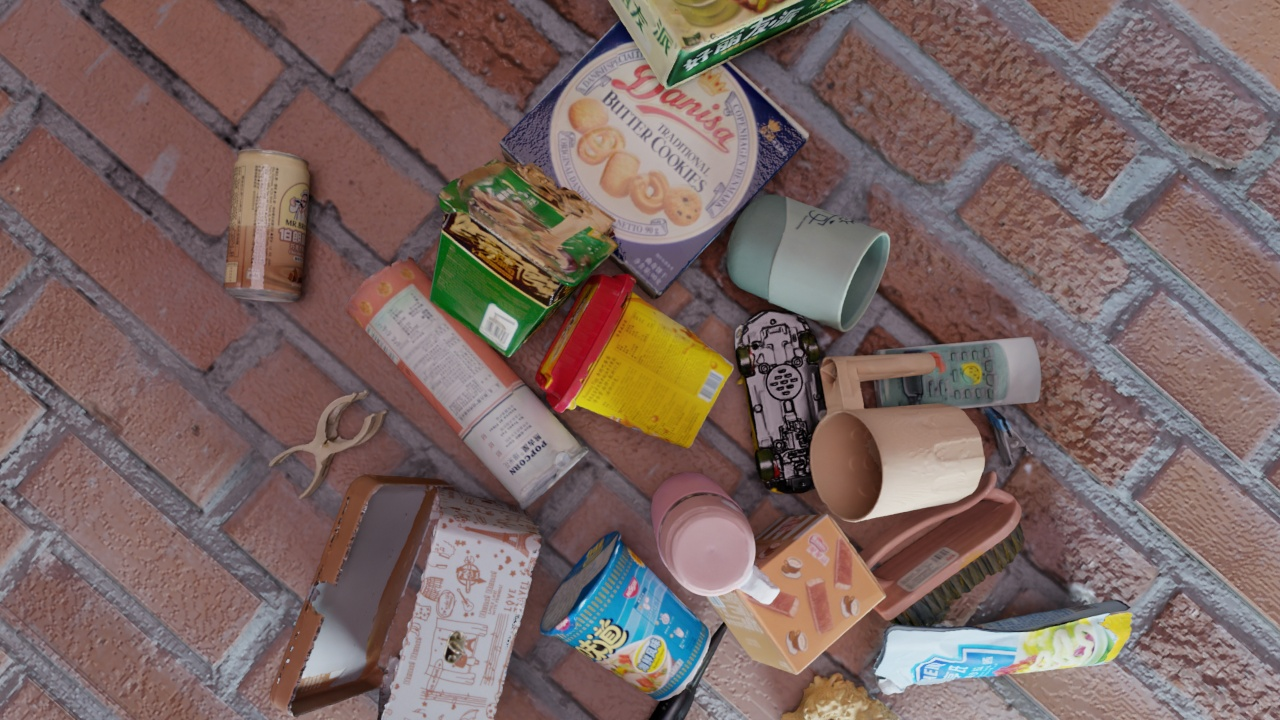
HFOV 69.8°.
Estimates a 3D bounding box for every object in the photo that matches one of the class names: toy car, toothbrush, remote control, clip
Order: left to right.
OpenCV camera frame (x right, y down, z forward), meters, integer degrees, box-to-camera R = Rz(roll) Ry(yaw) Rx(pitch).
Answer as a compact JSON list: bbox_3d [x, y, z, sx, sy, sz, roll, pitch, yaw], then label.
[{"bbox_3d":[-0.248,0.073,0.753,0.076,0.034,0.103,37,93,1],"label":"clip"},{"bbox_3d":[0.027,0.282,0.751,0.027,0.026,0.212,31,88,-14],"label":"toothbrush"},{"bbox_3d":[0.120,0.034,0.750,0.071,0.041,0.156,-13,94,-1],"label":"toy car"},{"bbox_3d":[0.263,0.013,0.763,0.135,0.019,0.056,-4,89,0],"label":"remote control"},{"bbox_3d":[0.303,0.061,0.754,0.028,0.024,0.056,-36,112,1],"label":"clip"}]

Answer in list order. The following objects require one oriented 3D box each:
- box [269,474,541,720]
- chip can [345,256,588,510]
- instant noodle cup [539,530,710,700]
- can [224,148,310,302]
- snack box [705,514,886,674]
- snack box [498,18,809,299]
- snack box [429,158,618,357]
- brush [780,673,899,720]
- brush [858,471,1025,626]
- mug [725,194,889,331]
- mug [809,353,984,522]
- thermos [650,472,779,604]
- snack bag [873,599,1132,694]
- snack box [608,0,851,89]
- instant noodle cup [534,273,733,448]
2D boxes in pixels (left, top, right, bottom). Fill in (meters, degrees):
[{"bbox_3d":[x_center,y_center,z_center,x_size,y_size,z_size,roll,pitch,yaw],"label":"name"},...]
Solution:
[{"bbox_3d":[-0.179,0.181,0.695,0.158,0.148,0.181,16,88,-15],"label":"box"},{"bbox_3d":[-0.139,0.017,0.735,0.071,0.071,0.214,-42,89,-2],"label":"chip can"},{"bbox_3d":[-0.008,0.208,0.724,0.110,0.099,0.099,41,88,-8],"label":"instant noodle cup"},{"bbox_3d":[-0.302,-0.108,0.744,0.058,0.058,0.116,4,89,0],"label":"can"},{"bbox_3d":[0.115,0.178,0.711,0.094,0.093,0.077,-35,89,-17],"label":"snack box"},{"bbox_3d":[0.010,-0.176,0.755,0.178,0.046,0.182,43,89,1],"label":"snack box"},{"bbox_3d":[-0.096,-0.073,0.702,0.118,0.117,0.106,35,125,4],"label":"snack box"},{"bbox_3d":[0.237,0.324,0.737,0.255,0.046,0.083,19,86,6],"label":"brush"},{"bbox_3d":[0.242,0.152,0.738,0.145,0.063,0.073,-35,99,-2],"label":"brush"},{"bbox_3d":[0.137,-0.085,0.731,0.106,0.111,0.082,25,127,27],"label":"mug"},{"bbox_3d":[0.194,0.056,0.706,0.103,0.084,0.124,-3,80,-27],"label":"mug"},{"bbox_3d":[0.051,0.129,0.670,0.087,0.198,0.067,36,87,-1],"label":"thermos"},{"bbox_3d":[0.277,0.227,0.721,0.191,0.110,0.038,-7,58,-3],"label":"snack bag"},{"bbox_3d":[0.094,-0.318,0.723,0.239,0.063,0.114,-29,85,-14],"label":"snack box"},{"bbox_3d":[-0.004,0.004,0.723,0.123,0.116,0.116,28,89,-11],"label":"instant noodle cup"}]
